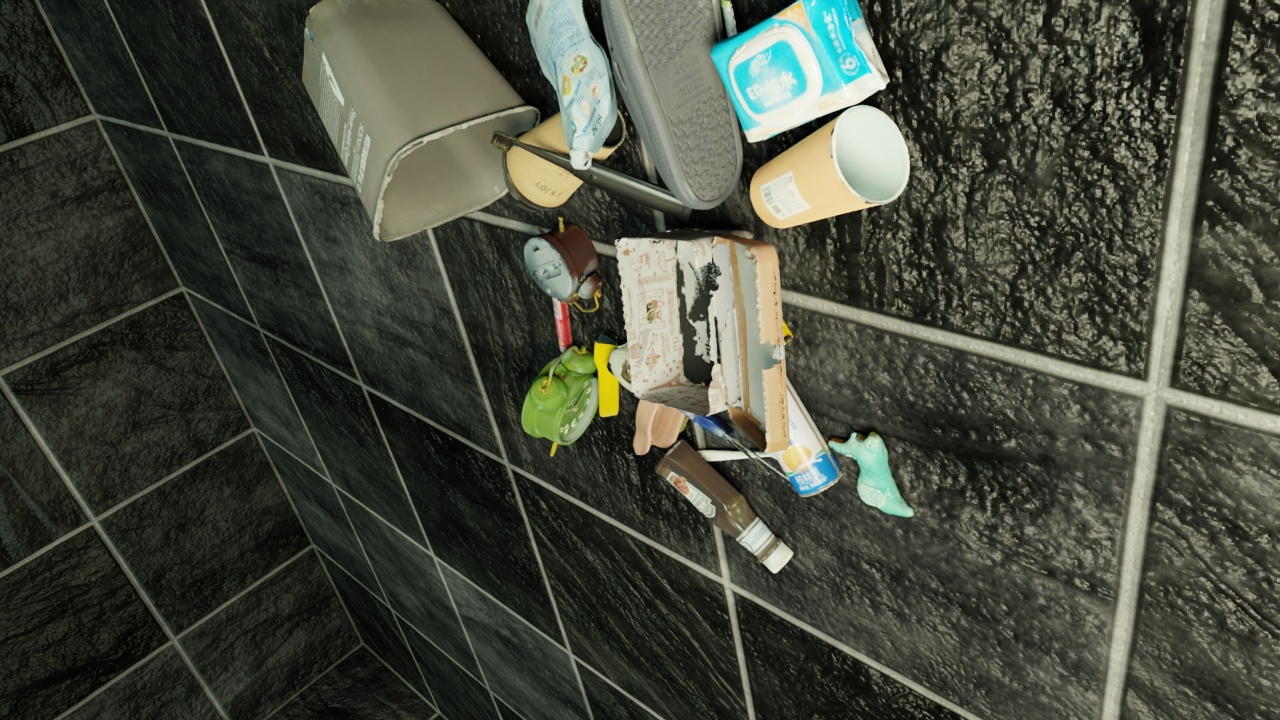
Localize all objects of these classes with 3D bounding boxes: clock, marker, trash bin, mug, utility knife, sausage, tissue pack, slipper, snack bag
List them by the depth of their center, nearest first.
[{"bbox_3d":[0.123,-0.233,0.722,0.140,0.063,0.090,-8,113,54],"label":"tissue pack"},{"bbox_3d":[0.149,-0.151,0.757,0.078,0.078,0.123,60,151,-9],"label":"mug"},{"bbox_3d":[0.085,-0.266,0.786,0.018,0.015,0.124,29,140,59],"label":"marker"},{"bbox_3d":[0.014,-0.259,0.799,0.083,0.110,0.268,18,136,47],"label":"slipper"},{"bbox_3d":[-0.065,-0.278,0.872,0.111,0.038,0.190,-48,54,46],"label":"snack bag"},{"bbox_3d":[-0.266,-0.291,1.055,0.219,0.198,0.200,56,148,9],"label":"trash bin"},{"bbox_3d":[-0.089,-0.110,1.109,0.082,0.055,0.122,-9,113,54],"label":"clock"},{"bbox_3d":[-0.044,0.019,1.199,0.033,0.015,0.155,10,134,8],"label":"utility knife"},{"bbox_3d":[-0.104,-0.067,1.200,0.020,0.020,0.156,29,140,33],"label":"sausage"},{"bbox_3d":[-0.102,0.045,1.215,0.056,0.115,0.161,25,142,21],"label":"clock"}]

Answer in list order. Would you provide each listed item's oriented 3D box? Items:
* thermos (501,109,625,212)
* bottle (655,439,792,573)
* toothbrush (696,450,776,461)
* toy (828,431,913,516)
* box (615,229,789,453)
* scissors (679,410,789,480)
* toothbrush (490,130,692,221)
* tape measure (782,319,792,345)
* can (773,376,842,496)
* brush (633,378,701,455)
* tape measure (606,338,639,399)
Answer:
[{"bbox_3d":[-0.082,-0.221,0.975,0.144,0.092,0.093,-22,101,49],"label":"thermos"},{"bbox_3d":[0.104,0.182,1.131,0.195,0.044,0.080,43,157,8],"label":"bottle"},{"bbox_3d":[0.117,0.109,1.087,0.180,0.016,0.016,-12,112,57],"label":"toothbrush"},{"bbox_3d":[0.231,0.109,0.929,0.097,0.030,0.092,14,125,55],"label":"toy"},{"bbox_3d":[0.074,-0.031,0.867,0.272,0.106,0.178,-157,58,-65],"label":"box"},{"bbox_3d":[0.095,0.082,1.009,0.176,0.012,0.162,34,-175,-8],"label":"scissors"},{"bbox_3d":[-0.048,-0.187,0.919,0.212,0.027,0.026,20,148,-3],"label":"toothbrush"},{"bbox_3d":[0.122,-0.035,0.934,0.057,0.028,0.060,57,145,-5],"label":"tape measure"},{"bbox_3d":[0.157,0.074,0.966,0.134,0.053,0.053,59,147,-7],"label":"can"},{"bbox_3d":[0.024,0.060,1.104,0.063,0.072,0.146,41,147,19],"label":"brush"},{"bbox_3d":[-0.007,0.007,1.131,0.066,0.033,0.066,42,146,16],"label":"tape measure"}]
